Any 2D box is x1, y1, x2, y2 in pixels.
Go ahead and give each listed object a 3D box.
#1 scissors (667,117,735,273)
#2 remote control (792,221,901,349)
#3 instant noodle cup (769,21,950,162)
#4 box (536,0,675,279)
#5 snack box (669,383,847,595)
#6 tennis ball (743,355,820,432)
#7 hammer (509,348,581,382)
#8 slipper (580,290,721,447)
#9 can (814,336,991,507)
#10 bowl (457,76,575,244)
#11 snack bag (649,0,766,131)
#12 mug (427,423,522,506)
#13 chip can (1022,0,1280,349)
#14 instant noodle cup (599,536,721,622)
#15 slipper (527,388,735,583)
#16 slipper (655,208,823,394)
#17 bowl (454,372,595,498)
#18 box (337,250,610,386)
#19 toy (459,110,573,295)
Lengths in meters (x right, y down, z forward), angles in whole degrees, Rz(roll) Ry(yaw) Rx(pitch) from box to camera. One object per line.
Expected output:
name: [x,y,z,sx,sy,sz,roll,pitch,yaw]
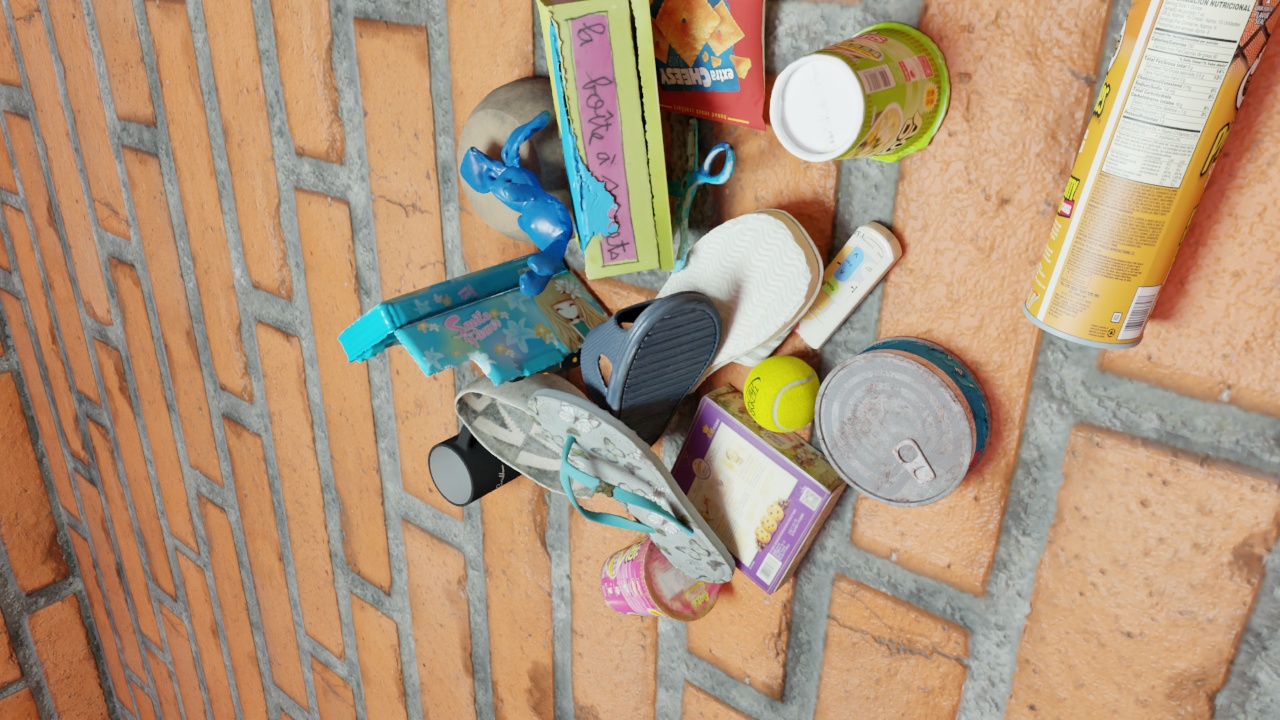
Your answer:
scissors: [0.045,-0.143,0.773,0.140,0.011,0.134,168,109,-66]
remote control: [0.163,-0.059,0.743,0.038,0.018,0.126,48,134,15]
instant noodle cup: [0.148,-0.182,0.640,0.099,0.107,0.099,18,118,36]
box: [-0.027,-0.188,0.758,0.124,0.083,0.221,-110,10,-65]
snack box: [0.101,0.121,0.858,0.148,0.040,0.144,38,129,23]
tennis ball: [0.121,0.029,0.783,0.065,0.065,0.065,18,119,35]
hammer: [-0.171,-0.021,1.005,0.321,0.123,0.036,12,112,49]
slipper: [-0.005,0.005,0.813,0.082,0.101,0.264,61,153,24]
can: [0.207,0.049,0.732,0.130,0.044,0.130,18,119,35]
bowl: [-0.112,-0.189,0.889,0.162,0.070,0.162,18,119,35]
snack bag: [0.048,-0.266,0.736,0.131,0.039,0.144,23,132,34]
mug: [-0.186,0.104,1.068,0.078,0.087,0.114,34,127,26]
chip can: [0.303,-0.119,0.554,0.075,0.075,0.215,26,124,31]
instant noodle cup: [0.014,0.225,0.949,0.109,0.097,0.097,-29,88,51]
slipper: [-0.004,0.128,0.819,0.098,0.054,0.269,-16,125,45]
slipper: [0.067,-0.040,0.811,0.114,0.053,0.274,59,142,7]
bowl: [-0.103,0.062,0.970,0.178,0.081,0.179,24,151,14]
box: [-0.149,-0.046,0.874,0.170,0.226,0.086,19,120,35]
toy: [-0.097,-0.139,0.794,0.113,0.070,0.176,-52,53,43]
